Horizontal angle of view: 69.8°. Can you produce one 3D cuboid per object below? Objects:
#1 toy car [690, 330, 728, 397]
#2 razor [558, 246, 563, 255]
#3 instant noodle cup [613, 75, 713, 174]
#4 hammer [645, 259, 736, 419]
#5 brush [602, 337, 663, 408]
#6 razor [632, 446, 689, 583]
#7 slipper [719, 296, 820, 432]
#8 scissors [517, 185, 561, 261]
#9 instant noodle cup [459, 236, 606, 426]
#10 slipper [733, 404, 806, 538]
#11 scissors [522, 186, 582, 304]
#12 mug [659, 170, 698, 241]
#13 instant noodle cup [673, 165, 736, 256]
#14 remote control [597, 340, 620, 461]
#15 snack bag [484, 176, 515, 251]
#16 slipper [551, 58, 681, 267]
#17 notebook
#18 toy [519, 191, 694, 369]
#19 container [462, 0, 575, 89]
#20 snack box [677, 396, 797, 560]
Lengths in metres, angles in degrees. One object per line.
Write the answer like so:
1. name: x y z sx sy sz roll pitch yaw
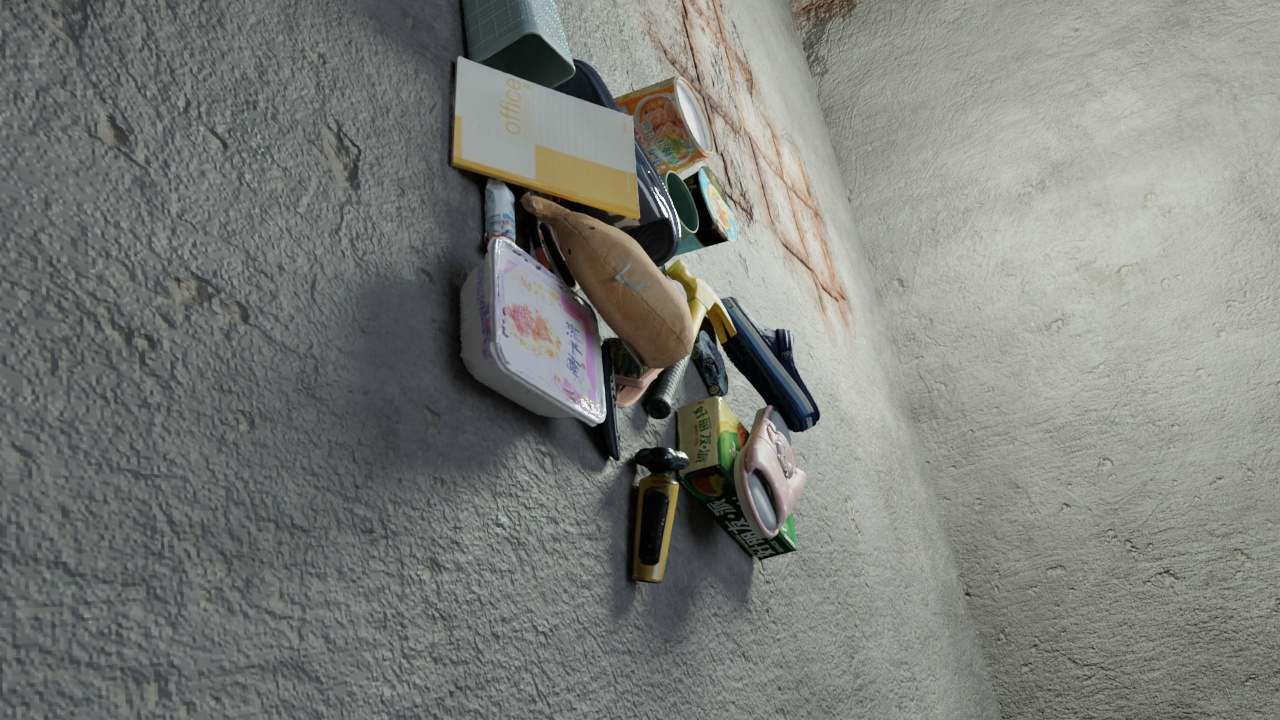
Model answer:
1. toy car: 0.102 0.006 1.316 0.105 0.031 0.048 63 25 -20
2. razor: -0.044 -0.072 1.022 0.142 0.022 0.042 46 15 -2
3. instant noodle cup: 0.030 -0.328 1.311 0.151 0.112 0.151 46 34 -44
4. hammer: 0.057 -0.021 1.213 0.129 0.033 0.299 44 34 -13
5. brush: -0.006 0.006 1.048 0.145 0.063 0.073 -36 134 -68
6. razor: 0.016 0.162 0.980 0.068 0.062 0.167 93 5 -51
7. slipper: 0.191 -0.010 1.341 0.252 0.095 0.105 57 -13 31
8. scissors: -0.101 -0.139 0.989 0.125 0.022 0.234 24 51 -60
9. instant noodle cup: -0.103 -0.018 0.845 0.173 0.060 0.137 39 38 -53
10. slipper: 0.173 0.133 1.178 0.114 0.054 0.273 64 22 -12
11. scissors: -0.100 -0.164 0.970 0.214 0.015 0.196 32 47 -41
12. mug: 0.014 -0.175 1.160 0.111 0.106 0.082 30 45 -54
13. instant noodle cup: 0.053 -0.190 1.245 0.111 0.121 0.111 49 30 -42
14. remote control: -0.036 0.044 0.953 0.053 0.024 0.137 -94 179 -61
15. snack bag: -0.138 -0.141 0.906 0.048 0.026 0.104 56 25 -57
16. slipper: -0.052 -0.222 1.056 0.268 0.111 0.083 63 20 -1
17. notebook: -0.095 -0.230 0.954 0.206 0.010 0.145 13 57 -26
18. toy: -0.028 -0.087 0.913 0.226 0.082 0.143 51 -8 -14
19. container: -0.137 -0.358 1.001 0.090 0.090 0.111 27 45 -58
20. snack box: 0.130 0.160 1.215 0.240 0.063 0.114 49 30 -40
